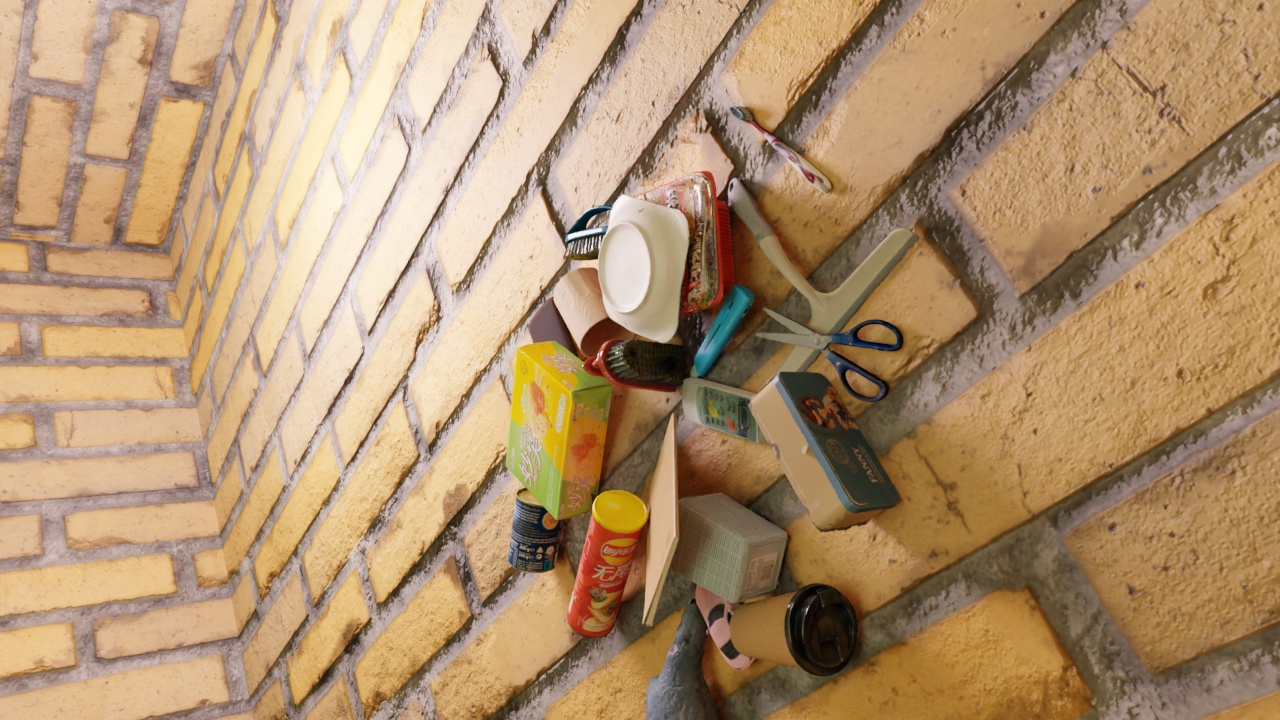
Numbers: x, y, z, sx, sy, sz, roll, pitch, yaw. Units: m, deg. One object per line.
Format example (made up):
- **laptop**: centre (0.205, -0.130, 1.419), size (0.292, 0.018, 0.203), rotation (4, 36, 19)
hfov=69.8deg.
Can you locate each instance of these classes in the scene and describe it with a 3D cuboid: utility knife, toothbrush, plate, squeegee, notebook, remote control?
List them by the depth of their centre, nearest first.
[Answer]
- **squeegee**: centre (0.153, -0.128, 1.033), size (0.247, 0.039, 0.246), rotation (-55, 50, 34)
- **toothbrush**: centre (0.157, -0.243, 1.044), size (0.187, 0.017, 0.016), rotation (54, 129, 37)
- **notebook**: centre (0.025, 0.185, 1.096), size (0.211, 0.012, 0.150), rotation (-88, 10, -54)
- **remote control**: centre (0.100, 0.058, 1.103), size (0.135, 0.019, 0.056), rotation (16, 114, 49)
- **utility knife**: centre (0.093, -0.028, 1.108), size (0.034, 0.018, 0.167), rotation (63, 144, 32)
- **plate**: centre (-0.008, -0.112, 1.112), size (0.164, 0.034, 0.164), rotation (26, 115, 49)

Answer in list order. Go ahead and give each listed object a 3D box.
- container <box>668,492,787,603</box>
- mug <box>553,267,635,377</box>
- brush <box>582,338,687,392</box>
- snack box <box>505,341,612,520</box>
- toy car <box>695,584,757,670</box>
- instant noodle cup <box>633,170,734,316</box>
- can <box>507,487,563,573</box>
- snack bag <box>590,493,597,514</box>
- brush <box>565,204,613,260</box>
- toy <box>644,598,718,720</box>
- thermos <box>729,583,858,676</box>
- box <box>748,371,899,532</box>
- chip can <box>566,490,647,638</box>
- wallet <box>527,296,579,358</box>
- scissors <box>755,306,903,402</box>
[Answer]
- **container**: centre (0.100, 0.217, 1.059), size (0.111, 0.089, 0.090), rotation (23, 107, 46)
- **mug**: centre (-0.066, -0.053, 1.277), size (0.103, 0.084, 0.125), rotation (58, 157, 35)
- **brush**: centre (-0.007, 0.007, 1.142), size (0.069, 0.145, 0.063), rotation (-16, 76, 35)
- **snack box**: centre (-0.121, 0.098, 1.316), size (0.158, 0.069, 0.210), rotation (36, 125, 45)
- **toy car**: centre (0.100, 0.310, 1.097), size (0.056, 0.037, 0.122), rotation (-54, 50, 33)
- **instant noodle cup**: centre (0.047, -0.132, 1.130), size (0.189, 0.079, 0.164), rotation (-8, 83, 50)
- **can**: centre (-0.156, 0.255, 1.377), size (0.075, 0.075, 0.111), rotation (22, 107, 48)
- **snack bag**: centre (-0.036, 0.222, 1.269), size (0.105, 0.026, 0.045), rotation (24, 124, 48)
- **brush**: centre (-0.053, -0.177, 1.269), size (0.144, 0.055, 0.073), rotation (-3, 88, 51)
- **toy**: centre (0.044, 0.476, 1.135), size (0.138, 0.091, 0.356), rotation (-136, 54, -74)
- **thermos**: centre (0.162, 0.289, 0.988), size (0.144, 0.093, 0.093), rotation (-25, 71, 56)
- **box**: centre (0.190, 0.097, 0.950), size (0.059, 0.089, 0.184), rotation (-52, 55, 35)
- **chip can**: centre (-0.048, 0.275, 1.220), size (0.073, 0.073, 0.217), rotation (47, 134, 40)
- **wallet**: centre (-0.133, -0.023, 1.395), size (0.097, 0.020, 0.122), rotation (-44, 58, 47)
- **scissors**: centre (0.201, -0.024, 0.972), size (0.147, 0.012, 0.169), rotation (-47, 67, 32)
